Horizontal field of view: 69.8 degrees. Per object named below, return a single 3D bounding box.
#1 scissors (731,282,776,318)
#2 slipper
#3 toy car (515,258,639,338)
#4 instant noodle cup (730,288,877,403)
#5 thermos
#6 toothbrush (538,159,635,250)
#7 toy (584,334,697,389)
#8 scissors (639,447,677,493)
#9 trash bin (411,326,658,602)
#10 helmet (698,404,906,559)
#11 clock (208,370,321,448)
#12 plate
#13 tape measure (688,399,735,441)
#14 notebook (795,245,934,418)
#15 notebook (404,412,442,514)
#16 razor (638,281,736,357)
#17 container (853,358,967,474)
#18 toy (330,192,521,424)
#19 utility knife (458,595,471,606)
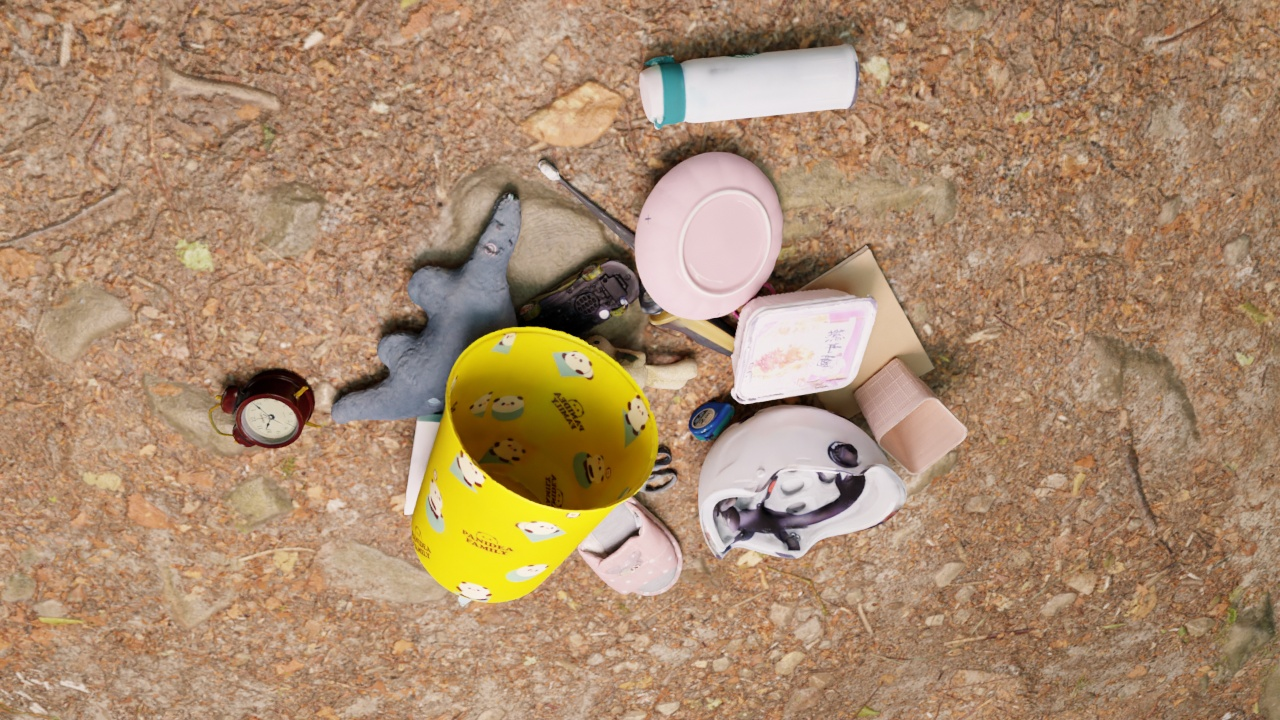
[{"bbox_3d":[0.098,-0.094,1.104,0.135,0.017,0.064,30,120,-19],"label":"scissors"},{"bbox_3d":[-0.025,0.243,1.236,0.114,0.054,0.274,-27,126,8],"label":"slipper"},{"bbox_3d":[-0.074,-0.064,1.073,0.158,0.042,0.070,-29,120,12],"label":"toy car"},{"bbox_3d":[0.185,-0.027,1.097,0.173,0.060,0.138,-9,130,-22],"label":"instant noodle cup"},{"bbox_3d":[0.112,-0.292,0.967,0.224,0.073,0.073,-7,120,-5],"label":"thermos"},{"bbox_3d":[-0.045,-0.165,1.039,0.181,0.018,0.016,37,104,-27],"label":"toothbrush"},{"bbox_3d":[-0.007,0.007,1.120,0.157,0.066,0.105,9,159,-18],"label":"toy"},{"bbox_3d":[-0.037,0.158,1.215,0.173,0.014,0.143,14,117,-21],"label":"scissors"},{"bbox_3d":[-0.135,0.130,1.022,0.229,0.229,0.256,16,136,-18],"label":"trash bin"},{"bbox_3d":[0.191,0.141,1.166,0.258,0.145,0.230,-5,144,-12],"label":"helmet"},{"bbox_3d":[-0.441,0.061,1.073,0.122,0.055,0.082,-9,120,-3],"label":"clock"},{"bbox_3d":[0.086,-0.134,1.028,0.192,0.039,0.193,-10,113,-25],"label":"plate"},{"bbox_3d":[0.089,0.078,1.174,0.058,0.055,0.025,-50,117,-19],"label":"tape measure"},{"bbox_3d":[0.269,-0.026,1.172,0.149,0.012,0.211,-32,119,10],"label":"notebook"},{"bbox_3d":[-0.188,0.136,1.172,0.209,0.012,0.151,5,116,-19],"label":"notebook"},{"bbox_3d":[0.070,-0.049,1.102,0.167,0.062,0.068,29,123,-29],"label":"razor"},{"bbox_3d":[0.337,0.067,1.165,0.090,0.110,0.090,39,108,-26],"label":"container"},{"bbox_3d":[-0.219,-0.027,1.051,0.138,0.091,0.357,40,107,1],"label":"toy"},{"bbox_3d":[-0.177,0.280,1.263,0.203,0.018,0.034,-38,119,13],"label":"utility knife"}]
